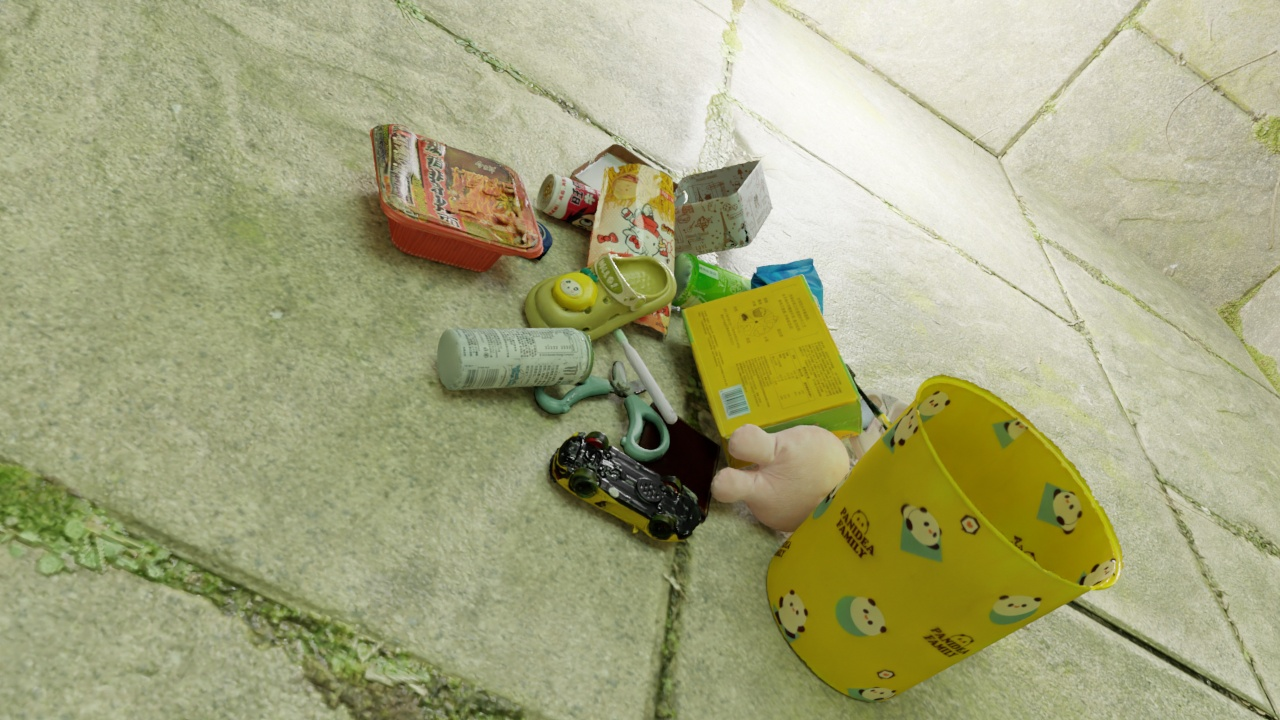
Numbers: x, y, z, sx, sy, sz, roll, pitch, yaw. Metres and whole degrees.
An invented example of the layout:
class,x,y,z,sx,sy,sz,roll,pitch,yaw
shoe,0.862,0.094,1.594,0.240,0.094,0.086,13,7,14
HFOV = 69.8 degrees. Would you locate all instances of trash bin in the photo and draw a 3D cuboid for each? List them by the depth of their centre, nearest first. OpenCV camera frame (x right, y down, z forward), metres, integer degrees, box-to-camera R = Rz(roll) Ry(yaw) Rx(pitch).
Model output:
class,x,y,z,sx,sy,sz,roll,pitch,yaw
trash bin,0.270,0.182,0.875,0.229,0.256,0.229,25,35,-19

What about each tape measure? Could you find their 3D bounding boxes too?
class,x,y,z,sx,sy,sz,roll,pitch,yaw
tape measure,-0.134,-0.146,1.102,0.054,0.025,0.058,17,42,-31

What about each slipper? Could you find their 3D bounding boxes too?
class,x,y,z,sx,sy,sz,roll,pitch,yaw
slipper,-0.040,-0.085,1.029,0.190,0.082,0.091,-20,61,-28

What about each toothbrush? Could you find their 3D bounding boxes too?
class,x,y,z,sx,sy,sz,roll,pitch,yaw
toothbrush,-0.006,0.006,1.013,0.029,0.021,0.189,13,30,-39
toothbrush,0.286,0.076,1.054,0.185,0.012,0.017,55,25,18

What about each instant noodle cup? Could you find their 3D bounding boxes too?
class,x,y,z,sx,sy,sz,roll,pitch,yaw
instant noodle cup,-0.209,-0.170,1.011,0.188,0.079,0.164,12,42,-32

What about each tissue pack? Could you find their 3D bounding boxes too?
class,x,y,z,sx,sy,sz,roll,pitch,yaw
tissue pack,0.192,-0.052,1.190,0.094,0.157,0.052,-7,12,-25

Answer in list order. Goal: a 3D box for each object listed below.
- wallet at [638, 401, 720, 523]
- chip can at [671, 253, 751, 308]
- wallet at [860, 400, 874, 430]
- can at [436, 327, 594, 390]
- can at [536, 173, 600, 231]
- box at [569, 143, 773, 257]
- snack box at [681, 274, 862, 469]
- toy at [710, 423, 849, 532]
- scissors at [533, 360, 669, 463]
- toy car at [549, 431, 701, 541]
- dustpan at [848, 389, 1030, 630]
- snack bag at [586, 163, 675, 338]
class,x,y,z,sx,sy,sz,roll,pitch,yaw
wallet,0.040,0.104,0.971,0.096,0.020,0.122,36,32,-10
chip can,0.132,-0.078,1.228,0.221,0.073,0.072,18,38,-28
wallet,0.280,0.048,1.266,0.097,0.019,0.121,-3,50,-48
can,-0.121,-0.003,0.895,0.146,0.058,0.058,-2,50,-35
can,-0.066,-0.198,1.201,0.132,0.053,0.053,18,38,-29
box,0.047,-0.231,1.316,0.274,0.124,0.178,14,31,14
snack box,0.148,0.010,1.062,0.158,0.070,0.209,-16,47,2
toy,0.148,0.119,0.966,0.159,0.121,0.054,20,8,-28
scissors,-0.020,0.053,0.957,0.179,0.019,0.172,41,31,27
toy car,-0.013,0.124,0.874,0.156,0.041,0.071,30,34,-10
dustpan,0.354,0.149,1.062,0.273,0.139,0.221,19,29,15
snack bag,-0.008,-0.138,1.138,0.128,0.073,0.207,19,62,-27
